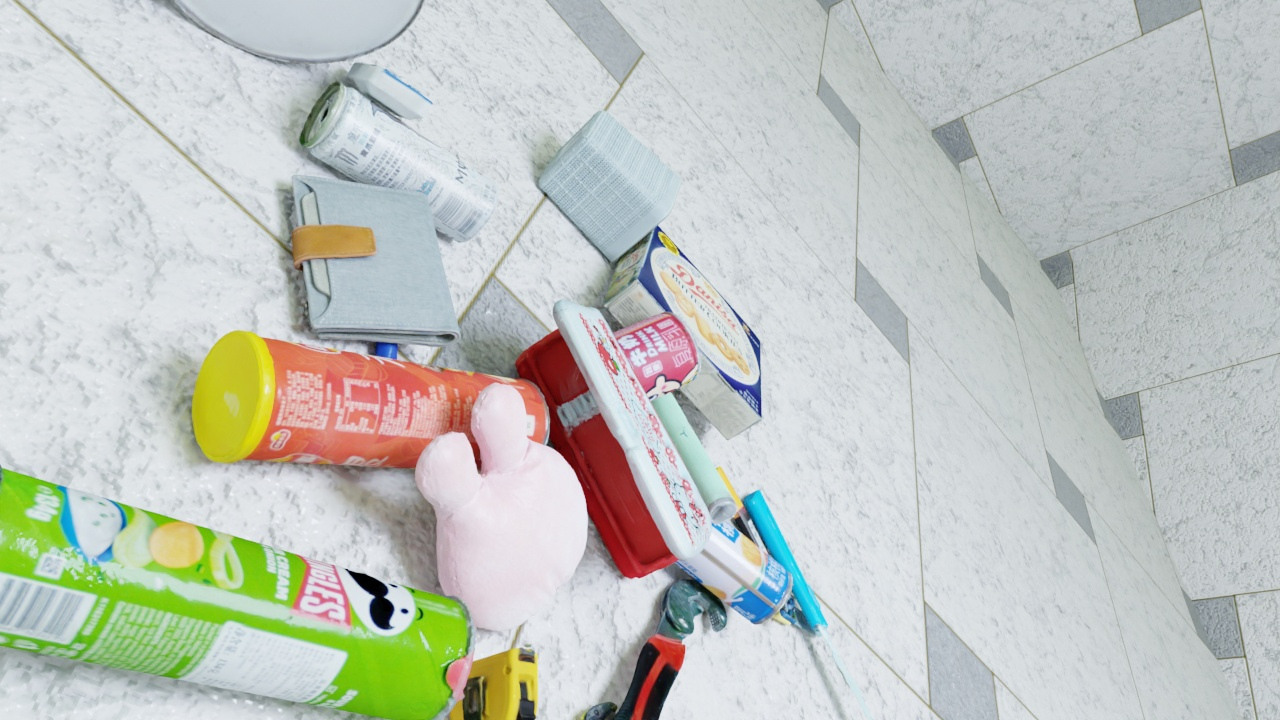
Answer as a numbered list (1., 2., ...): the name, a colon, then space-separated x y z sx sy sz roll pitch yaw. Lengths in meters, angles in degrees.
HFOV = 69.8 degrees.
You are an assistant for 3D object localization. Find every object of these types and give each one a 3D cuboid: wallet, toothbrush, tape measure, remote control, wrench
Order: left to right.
1. wallet: -0.185 -0.072 0.633 0.106 0.037 0.129 4 54 -35
2. remote control: -0.198 -0.210 0.715 0.049 0.024 0.125 31 3 -30
3. tape measure: -0.086 0.196 0.523 0.029 0.060 0.057 27 47 -42
4. wrench: 0.013 0.224 0.642 0.056 0.016 0.272 45 22 3
5. toothbrush: 0.027 0.054 0.791 0.224 0.027 0.026 -120 -162 -47

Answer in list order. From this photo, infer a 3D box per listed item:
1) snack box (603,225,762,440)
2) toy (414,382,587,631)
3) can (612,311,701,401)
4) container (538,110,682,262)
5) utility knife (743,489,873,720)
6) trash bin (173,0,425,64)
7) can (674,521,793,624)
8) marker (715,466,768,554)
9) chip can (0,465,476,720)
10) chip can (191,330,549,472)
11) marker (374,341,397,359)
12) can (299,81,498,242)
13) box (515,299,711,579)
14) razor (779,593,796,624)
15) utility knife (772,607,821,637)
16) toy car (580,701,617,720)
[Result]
1. snack box: 0.049 -0.035 0.914 0.178 0.046 0.182 47 23 -16
2. toy: -0.085 0.092 0.576 0.121 0.054 0.160 -46 133 -40
3. can: -0.005 0.005 0.776 0.093 0.067 0.066 -24 80 -27
4. container: -0.032 -0.177 0.920 0.111 0.090 0.089 42 34 -18
5. utility knife: 0.157 0.227 0.856 0.234 0.018 0.034 63 15 18
6. trash bin: -0.255 -0.379 0.675 0.229 0.230 0.251 19 52 -45
7. can: 0.058 0.155 0.750 0.134 0.053 0.053 39 34 -9
8. marker: 0.099 0.157 0.864 0.124 0.015 0.018 61 25 2
9. chip can: -0.192 0.119 0.433 0.236 0.072 0.072 29 40 -37
10. chip can: -0.154 0.032 0.567 0.216 0.073 0.073 11 53 -50
11. marker: -0.181 -0.054 0.663 0.017 0.017 0.145 28 41 -39
12. can: -0.183 -0.150 0.708 0.146 0.058 0.058 31 39 -36
13. box: -0.028 0.062 0.672 0.201 0.110 0.100 62 23 9
14. razor: 0.090 0.171 0.811 0.142 0.022 0.042 43 15 -3
15. utility knife: 0.105 0.211 0.826 0.201 0.021 0.030 40 34 -34
16. toy car: -0.004 0.272 0.594 0.105 0.032 0.048 49 24 10
